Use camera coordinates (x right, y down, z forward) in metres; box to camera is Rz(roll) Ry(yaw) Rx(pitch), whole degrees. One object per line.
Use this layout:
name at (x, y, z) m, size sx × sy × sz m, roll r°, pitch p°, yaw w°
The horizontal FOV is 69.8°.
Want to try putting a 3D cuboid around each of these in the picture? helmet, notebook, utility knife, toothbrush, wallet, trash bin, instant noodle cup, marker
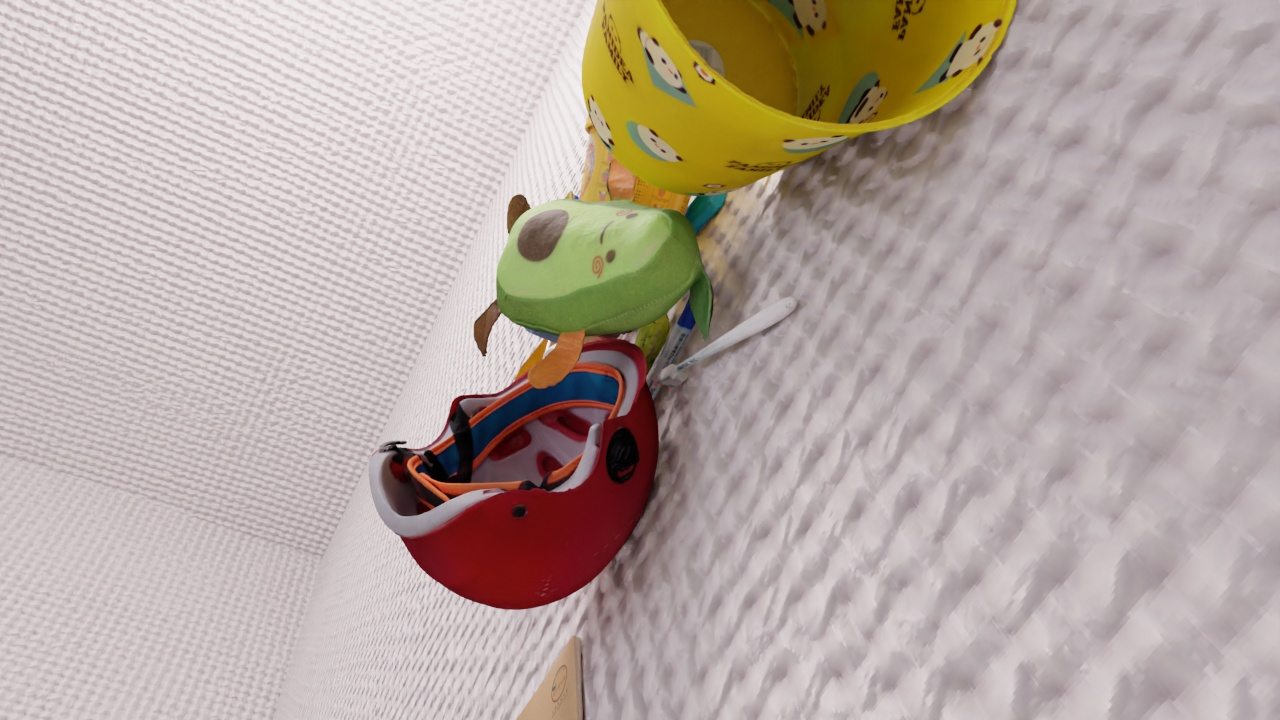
helmet at (-0.077, 0.097, 0.718) m, size 0.207 × 0.144 × 0.239 m, roll 4°, pitch 33°, yaw 47°
notebook at (-0.076, 0.324, 0.668) m, size 0.148 × 0.008 × 0.207 m, roll -59°, pitch 19°, yaw 23°
utility knife at (0.021, -0.105, 0.910) m, size 0.219 × 0.018 × 0.034 m, roll -45°, pitch 30°, yaw 47°
toothbrush at (0.063, -0.010, 0.684) m, size 0.181 × 0.016 × 0.016 m, roll -34°, pitch 38°, yaw 56°
wallet at (-0.145, 0.042, 1.182) m, size 0.119 × 0.035 × 0.130 m, roll -50°, pitch 22°, yaw 41°
trash bin at (0.074, -0.227, 0.608) m, size 0.255 × 0.229 × 0.229 m, roll 166°, pitch 126°, yaw -76°
instant noodle cup at (-0.004, -0.158, 0.843) m, size 0.118 × 0.118 × 0.114 m, roll -161°, pitch 85°, yaw -73°
marker at (0.016, 0.009, 0.785) m, size 0.146 × 0.017 × 0.017 m, roll -62°, pitch 18°, yaw 15°

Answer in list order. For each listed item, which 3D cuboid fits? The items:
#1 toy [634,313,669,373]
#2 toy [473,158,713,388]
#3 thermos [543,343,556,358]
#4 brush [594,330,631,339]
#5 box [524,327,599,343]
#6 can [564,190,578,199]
toy at (-0.005, 0.005, 0.824) m, size 0.100 × 0.031 × 0.096 m, roll -57°, pitch 6°, yaw 27°
toy at (-0.048, -0.077, 0.748) m, size 0.247 × 0.090 × 0.226 m, roll 1°, pitch 66°, yaw 39°
thermos at (-0.104, 0.053, 0.925) m, size 0.199 × 0.087 × 0.067 m, roll -36°, pitch 7°, yaw 41°
brush at (-0.056, -0.084, 0.924) m, size 0.069 × 0.146 × 0.063 m, roll 1°, pitch 35°, yaw 43°
box at (-0.096, -0.059, 1.084) m, size 0.061 × 0.089 × 0.184 m, roll -66°, pitch 15°, yaw 4°
can at (-0.071, -0.143, 1.122) m, size 0.102 × 0.083 × 0.057 m, roll -58°, pitch 20°, yaw 25°
